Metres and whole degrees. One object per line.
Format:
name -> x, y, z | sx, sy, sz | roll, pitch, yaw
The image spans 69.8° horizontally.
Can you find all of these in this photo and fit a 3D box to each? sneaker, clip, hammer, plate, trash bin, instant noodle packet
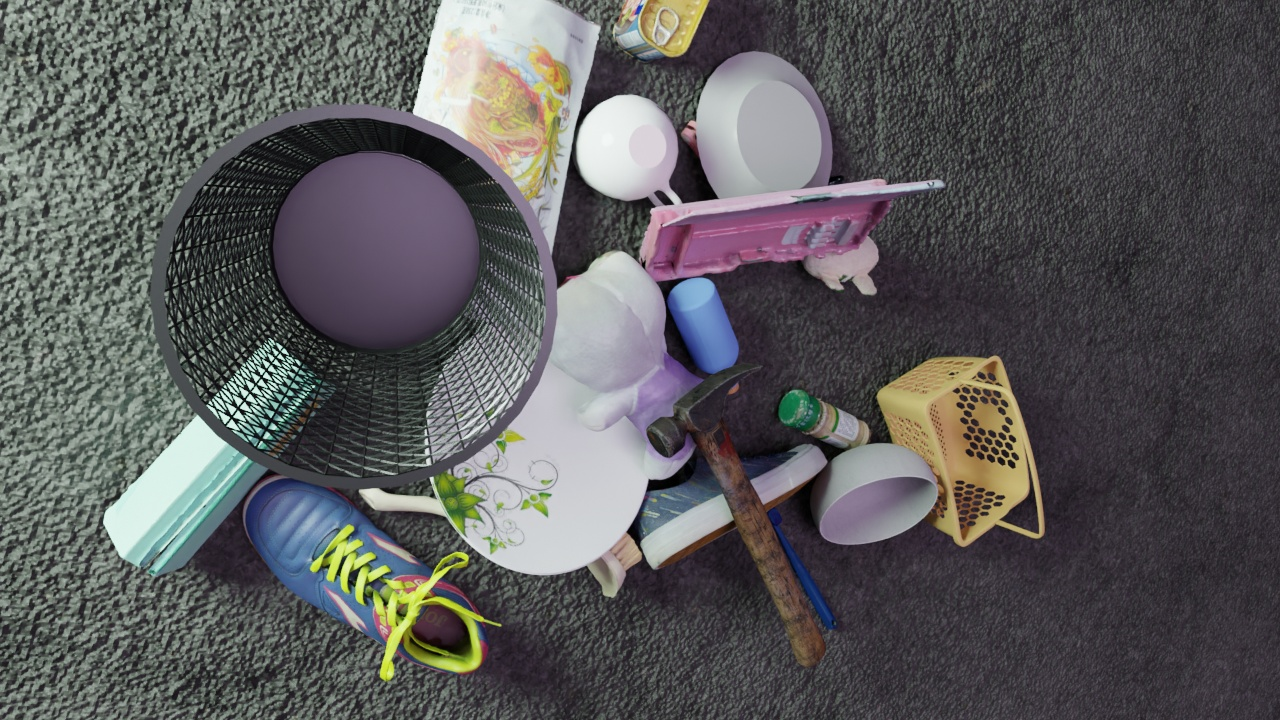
sneaker -> 0.089, 0.124, 0.919 | 0.234, 0.088, 0.079 | -21, 69, -32
sneaker -> -0.217, 0.179, 0.758 | 0.242, 0.091, 0.116 | 44, 81, -26
clip -> 0.065, -0.207, 0.876 | 0.057, 0.022, 0.035 | 41, 83, -25
hammer -> 0.117, 0.160, 0.862 | 0.119, 0.033, 0.330 | -36, 117, -21
plate -> 0.130, -0.215, 0.890 | 0.172, 0.019, 0.172 | 1, 89, -32
trash bin -> -0.183, -0.058, 0.626 | 0.216, 0.243, 0.217 | -3, 104, -13
instant noodle packet -> -0.125, -0.168, 0.764 | 0.146, 0.057, 0.269 | 12, 95, -21
plate -> -0.091, 0.075, 0.823 | 0.229, 0.030, 0.229 | 9, 75, -35

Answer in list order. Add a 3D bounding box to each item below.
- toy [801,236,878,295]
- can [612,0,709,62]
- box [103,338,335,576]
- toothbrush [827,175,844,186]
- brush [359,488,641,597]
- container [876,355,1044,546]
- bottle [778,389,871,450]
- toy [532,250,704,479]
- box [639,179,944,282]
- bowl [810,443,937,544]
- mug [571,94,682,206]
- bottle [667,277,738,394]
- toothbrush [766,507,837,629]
toy -> 0.206, -0.114, 0.950 | 0.087, 0.050, 0.112 | -9, 70, -22
can -> 0.021, -0.316, 0.811 | 0.054, 0.059, 0.099 | 26, 86, -29
box -> -0.309, 0.083, 0.709 | 0.188, 0.077, 0.079 | -52, 134, -12
toothbrush -> 0.134, -0.149, 0.927 | 0.187, 0.014, 0.017 | -27, 118, -21
brush -> -0.120, 0.149, 0.829 | 0.272, 0.062, 0.077 | 21, 62, -24
container -> 0.365, 0.096, 1.004 | 0.129, 0.167, 0.183 | -28, 110, -21
bottle -> 0.199, 0.067, 0.984 | 0.110, 0.043, 0.042 | 23, 88, -30
toy -> -0.005, 0.005, 0.828 | 0.209, 0.086, 0.137 | 53, 54, -24
box -> 0.125, -0.131, 0.821 | 0.232, 0.180, 0.055 | -9, 80, -16
bowl -> 0.245, 0.136, 0.989 | 0.131, 0.064, 0.132 | -8, 139, -7
mug -> -0.002, -0.175, 0.814 | 0.090, 0.076, 0.124 | -48, 116, -13
bottle -> 0.069, -0.017, 0.893 | 0.048, 0.048, 0.131 | -40, 130, -16
toothbrush -> 0.178, 0.231, 1.016 | 0.016, 0.017, 0.190 | -38, 114, -16
